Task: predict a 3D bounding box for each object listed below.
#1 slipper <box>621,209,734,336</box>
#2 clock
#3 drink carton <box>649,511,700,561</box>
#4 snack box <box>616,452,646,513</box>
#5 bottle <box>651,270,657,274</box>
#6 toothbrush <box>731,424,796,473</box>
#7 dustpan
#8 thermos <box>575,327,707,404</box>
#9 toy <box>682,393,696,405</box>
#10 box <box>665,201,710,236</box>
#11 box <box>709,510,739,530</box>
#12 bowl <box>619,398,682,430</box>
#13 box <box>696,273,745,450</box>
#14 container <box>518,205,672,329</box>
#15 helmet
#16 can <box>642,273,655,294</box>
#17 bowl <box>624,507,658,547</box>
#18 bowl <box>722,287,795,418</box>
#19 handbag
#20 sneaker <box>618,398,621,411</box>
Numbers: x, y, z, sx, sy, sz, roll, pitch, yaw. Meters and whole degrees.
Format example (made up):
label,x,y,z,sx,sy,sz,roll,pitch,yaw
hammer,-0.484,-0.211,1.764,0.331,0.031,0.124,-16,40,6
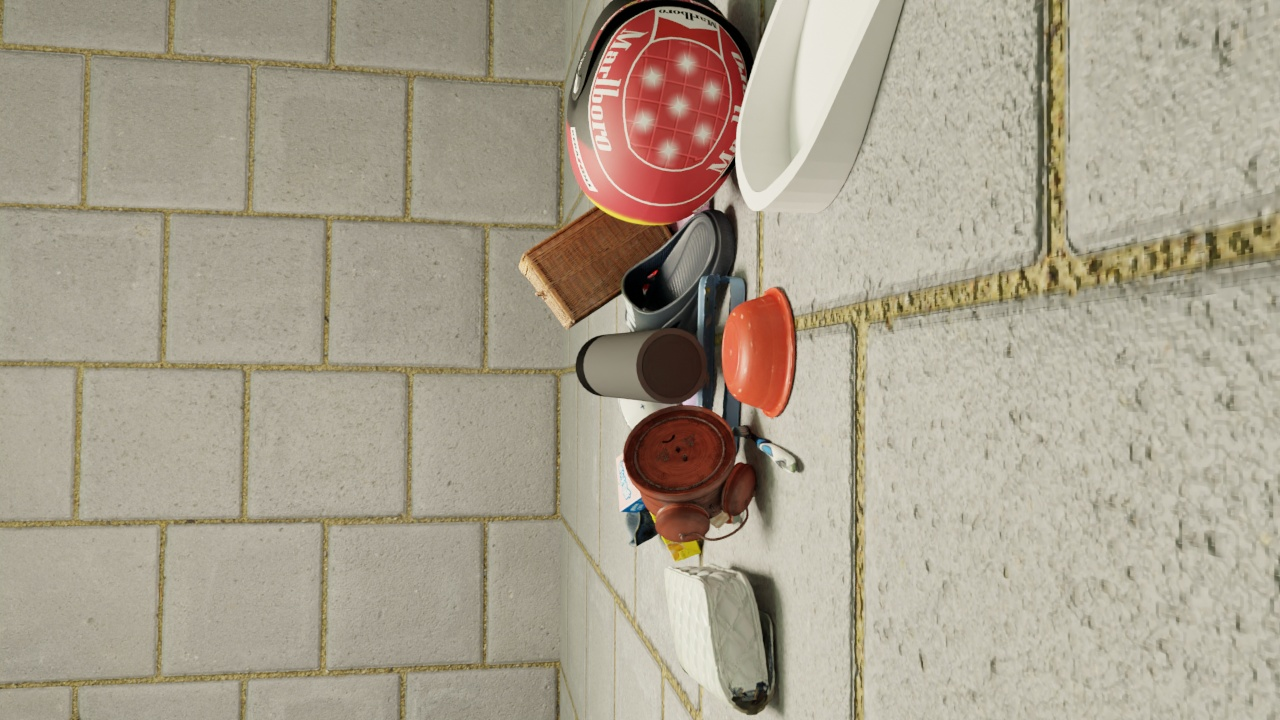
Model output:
label,x,y,z,sx,sy,sz,roll,pitch,yaw
slipper,0.028,-0.080,1.142,0.269,0.083,0.110,-57,41,47
clock,0.053,0.124,0.964,0.157,0.120,0.072,50,163,41
drink carton,0.038,0.194,1.183,0.058,0.043,0.135,-105,-6,-53
snack box,0.015,0.156,1.331,0.155,0.033,0.087,-42,44,48
bottle,0.026,-0.154,1.418,0.036,0.036,0.119,-115,27,-67
toothbrush,0.122,0.087,0.922,0.189,0.017,0.016,-144,56,-78
dustpan,0.136,-0.248,0.761,0.191,0.053,0.258,-102,16,-50
thermos,-0.006,0.006,1.095,0.241,0.082,0.082,180,91,-70
toy,0.069,0.019,1.178,0.099,0.036,0.080,-105,28,-43
box,0.038,-0.233,1.269,0.231,0.035,0.159,132,124,-74
box,0.085,0.147,1.102,0.056,0.064,0.188,56,180,-21
bowl,0.033,0.068,1.212,0.063,0.113,0.113,-42,33,22
box,0.080,0.006,1.050,0.068,0.059,0.210,-132,44,-78
container,-0.056,-0.139,1.238,0.112,0.198,0.114,56,170,-2
helmet,0.022,-0.284,1.004,0.224,0.197,0.271,-130,51,-75
can,0.030,-0.093,1.313,0.105,0.064,0.064,-158,69,-79
bowl,0.009,0.236,1.436,0.110,0.055,0.110,179,91,-80
bowl,0.111,-0.008,0.911,0.130,0.045,0.130,179,91,-80
handbag,0.084,0.288,0.979,0.195,0.072,0.138,146,115,-77
sneaker,0.007,-0.008,1.371,0.243,0.089,0.090,107,163,-59
